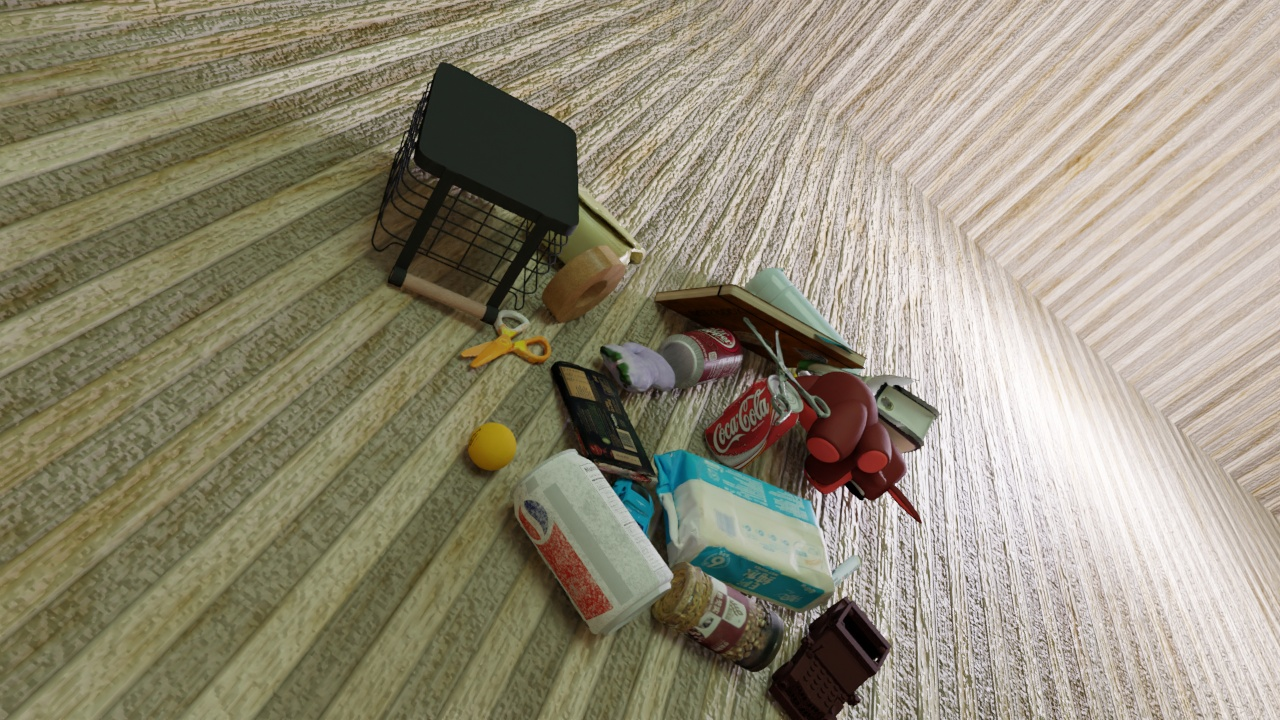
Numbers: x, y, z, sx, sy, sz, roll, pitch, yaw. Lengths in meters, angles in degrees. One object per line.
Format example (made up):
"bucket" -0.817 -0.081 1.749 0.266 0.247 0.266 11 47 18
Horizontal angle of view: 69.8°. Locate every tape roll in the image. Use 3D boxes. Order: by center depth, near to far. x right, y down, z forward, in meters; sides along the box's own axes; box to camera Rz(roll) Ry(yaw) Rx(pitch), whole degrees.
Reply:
"tape roll" -0.061 -0.082 0.991 0.027 0.094 0.093 51 30 12

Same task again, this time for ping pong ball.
"ping pong ball" -0.124 0.072 0.768 0.040 0.040 0.040 31 32 -22

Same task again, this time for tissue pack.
"tissue pack" 0.099 0.166 0.898 0.209 0.066 0.116 26 35 -27

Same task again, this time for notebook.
"notebook" 0.164 -0.035 1.165 0.249 0.179 0.014 25 77 -30

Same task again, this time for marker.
"marker" 0.208 0.237 0.991 0.017 0.017 0.146 54 30 17

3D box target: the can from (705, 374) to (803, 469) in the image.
"can" 0.125 0.068 1.016 0.064 0.105 0.064 31 32 -22

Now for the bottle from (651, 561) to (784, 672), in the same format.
"bottle" 0.067 0.222 0.795 0.105 0.056 0.056 33 31 -18

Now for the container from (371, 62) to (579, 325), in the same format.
"container" -0.165 -0.172 0.930 0.162 0.131 0.240 23 35 -23

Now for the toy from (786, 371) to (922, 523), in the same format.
"toy" 0.248 0.105 1.104 0.197 0.120 0.158 51 -6 -31

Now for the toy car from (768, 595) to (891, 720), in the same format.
"toy car" 0.185 0.279 0.862 0.070 0.062 0.169 50 30 11

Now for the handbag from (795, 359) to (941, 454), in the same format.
"handbag" 0.280 0.046 1.188 0.176 0.151 0.073 36 71 -5

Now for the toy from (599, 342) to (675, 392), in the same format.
"toy" -0.006 0.006 1.008 0.099 0.036 0.080 7 36 -54

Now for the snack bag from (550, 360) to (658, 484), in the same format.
"snack bag" -0.038 0.057 0.895 0.074 0.018 0.155 20 27 -34

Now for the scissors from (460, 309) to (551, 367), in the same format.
"scissors" -0.140 -0.020 0.897 0.073 0.013 0.131 50 29 13

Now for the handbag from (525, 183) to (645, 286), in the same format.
"handbag" -0.061 -0.148 1.092 0.119 0.081 0.111 45 17 7

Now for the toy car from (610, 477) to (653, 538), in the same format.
"toy car" -0.012 0.144 0.823 0.048 0.032 0.105 38 31 -11

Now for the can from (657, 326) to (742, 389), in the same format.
"can" 0.072 -0.005 1.086 0.063 0.063 0.114 53 30 16

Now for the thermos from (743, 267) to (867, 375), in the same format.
"thermos" 0.238 -0.048 1.346 0.077 0.065 0.207 -37 80 -24

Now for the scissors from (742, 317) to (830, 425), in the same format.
"scissors" 0.152 0.018 0.988 0.141 0.014 0.171 44 30 -4

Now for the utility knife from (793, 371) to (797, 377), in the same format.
"utility knife" 0.205 0.052 1.232 0.030 0.017 0.174 36 32 4

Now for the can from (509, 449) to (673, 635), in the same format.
"can" -0.041 0.145 0.739 0.136 0.078 0.078 53 31 16
